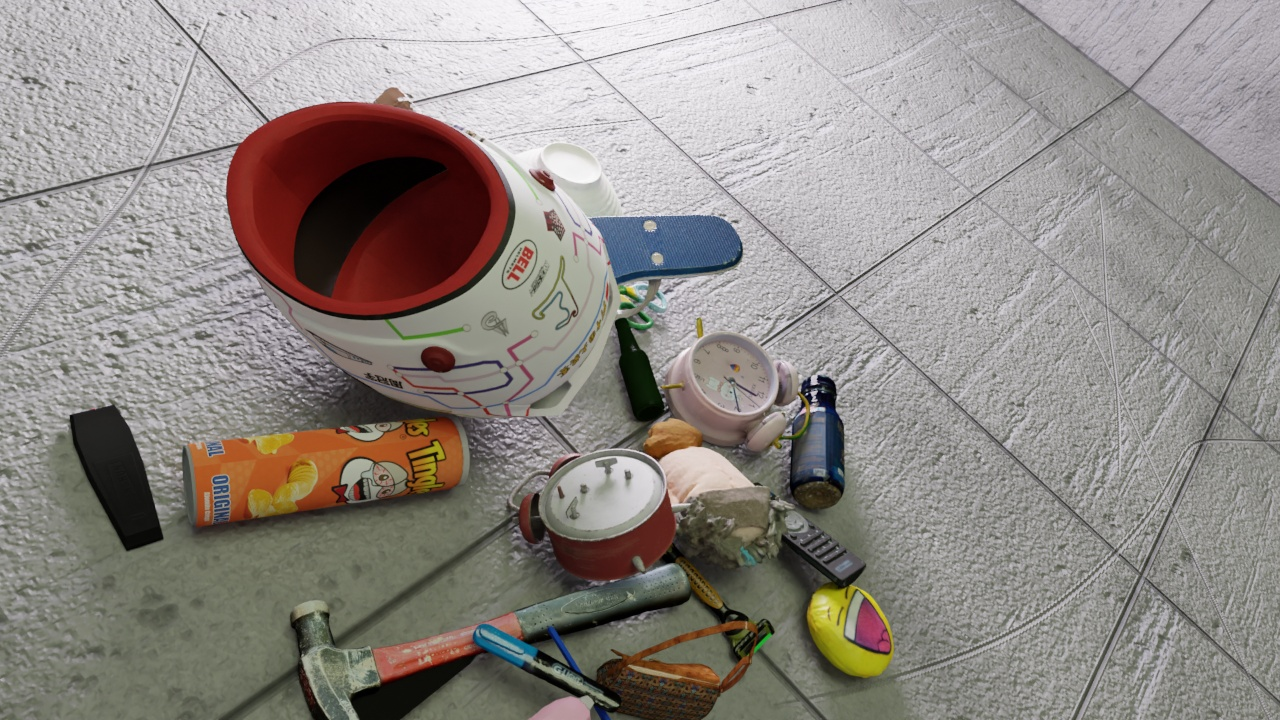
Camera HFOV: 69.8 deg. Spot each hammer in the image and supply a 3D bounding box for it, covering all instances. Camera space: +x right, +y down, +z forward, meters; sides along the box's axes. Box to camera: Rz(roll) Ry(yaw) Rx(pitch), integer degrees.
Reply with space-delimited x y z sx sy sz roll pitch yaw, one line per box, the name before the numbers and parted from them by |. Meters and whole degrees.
hammer | -0.095 0.220 0.722 0.325 0.036 0.140 -7 55 -33

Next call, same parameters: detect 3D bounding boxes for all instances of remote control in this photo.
remote control | -0.395 0.086 0.693 0.039 0.010 0.124 -17 62 -38
remote control | 0.151 0.168 0.894 0.045 0.021 0.140 -15 42 -44

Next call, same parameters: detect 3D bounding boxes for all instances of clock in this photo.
clock | 0.105 0.034 0.966 0.158 0.059 0.116 28 56 -1
clock | -0.046 0.120 0.785 0.157 0.062 0.109 10 41 32

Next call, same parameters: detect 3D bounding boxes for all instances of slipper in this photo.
slipper | -0.032 -0.104 1.009 0.294 0.060 0.118 -10 60 -11

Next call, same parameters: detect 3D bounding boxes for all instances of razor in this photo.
razor | 0.056 0.205 0.829 0.044 0.021 0.144 -39 75 -22

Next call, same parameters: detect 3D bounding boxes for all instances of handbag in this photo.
handbag | 0.034 0.220 0.679 0.093 0.196 0.043 16 52 -12

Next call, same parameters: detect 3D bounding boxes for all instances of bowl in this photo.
bowl | -0.090 -0.204 1.070 0.177 0.071 0.177 14 46 -15

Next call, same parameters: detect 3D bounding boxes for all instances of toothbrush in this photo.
toothbrush | -0.021 0.284 0.697 0.011 0.017 0.186 -31 84 -35

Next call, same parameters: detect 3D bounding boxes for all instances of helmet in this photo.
helmet | -0.175 -0.075 0.800 0.315 0.236 0.230 23 74 17

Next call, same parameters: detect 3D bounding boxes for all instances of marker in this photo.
marker | -0.070 0.230 0.688 0.123 0.015 0.018 28 46 -1

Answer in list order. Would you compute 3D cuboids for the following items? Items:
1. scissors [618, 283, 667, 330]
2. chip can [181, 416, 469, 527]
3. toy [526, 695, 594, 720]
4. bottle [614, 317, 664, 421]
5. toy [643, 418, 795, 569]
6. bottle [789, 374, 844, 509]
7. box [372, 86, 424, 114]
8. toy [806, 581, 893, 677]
scissors | -0.025 -0.088 1.049 0.132 0.013 0.077 43 50 14
chip can | -0.248 0.086 0.737 0.210 0.062 0.062 -5 55 -32
toy | -0.082 0.306 0.633 0.157 0.067 0.123 -29 71 -38
bottle | -0.006 0.006 0.964 0.033 0.033 0.122 3 50 -27
toy | 0.058 0.125 0.860 0.132 0.076 0.176 6 38 -37
bottle | 0.190 0.084 0.986 0.056 0.056 0.160 22 44 -10
box | -0.245 -0.196 0.971 0.121 0.094 0.217 -44 76 -3
toy | 0.196 0.250 0.853 0.094 0.041 0.095 38 37 2
